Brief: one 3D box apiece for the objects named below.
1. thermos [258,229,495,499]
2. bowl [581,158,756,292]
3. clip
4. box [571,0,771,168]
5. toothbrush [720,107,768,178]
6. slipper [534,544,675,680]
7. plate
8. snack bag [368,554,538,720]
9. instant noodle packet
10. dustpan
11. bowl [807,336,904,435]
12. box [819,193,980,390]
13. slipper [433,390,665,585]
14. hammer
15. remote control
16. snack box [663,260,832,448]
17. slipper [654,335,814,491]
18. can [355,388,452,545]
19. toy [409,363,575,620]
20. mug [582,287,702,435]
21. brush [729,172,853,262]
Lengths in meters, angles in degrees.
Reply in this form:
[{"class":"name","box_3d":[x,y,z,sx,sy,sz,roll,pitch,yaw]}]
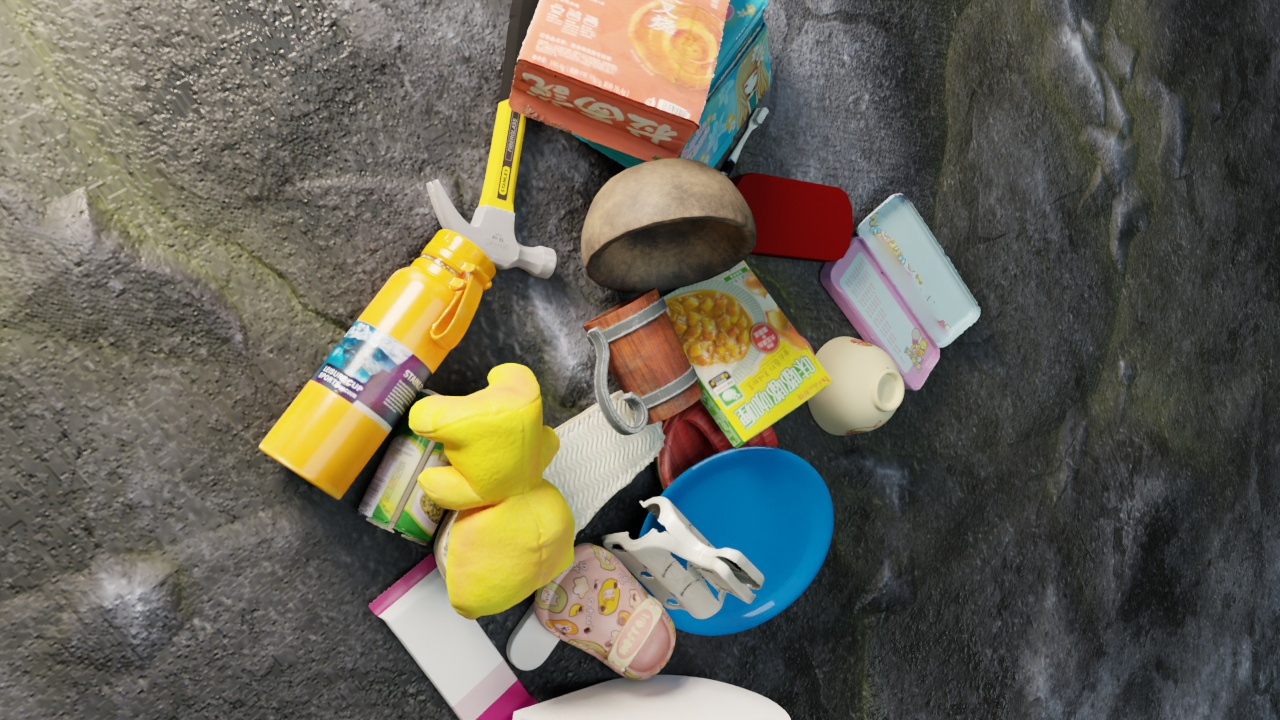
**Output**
[{"class":"thermos","box_3d":[-0.202,0.002,0.753,0.091,0.076,0.232,29,72,15]},{"class":"bowl","box_3d":[0.023,-0.127,0.855,0.162,0.163,0.070,2,69,-33]},{"class":"clip","box_3d":[0.054,0.186,0.886,0.126,0.152,0.105,47,44,-28]},{"class":"box","box_3d":[0.052,-0.265,0.907,0.168,0.087,0.226,44,70,-27]},{"class":"toothbrush","box_3d":[0.088,-0.195,0.969,0.012,0.017,0.186,35,75,-18]},{"class":"slipper","box_3d":[-0.015,0.251,0.880,0.197,0.082,0.093,47,69,-37]},{"class":"plate","box_3d":[0.098,0.188,0.968,0.224,0.024,0.225,-7,112,-17]},{"class":"snack bag","box_3d":[-0.166,0.271,0.835,0.070,0.016,0.196,-40,113,-26]},{"class":"instant noodle packet","box_3d":[-0.007,-0.308,0.821,0.164,0.084,0.220,18,72,-9]},{"class":"dustpan","box_3d":[0.034,0.356,0.854,0.257,0.192,0.053,12,86,-57]},{"class":"bowl","box_3d":[0.260,0.032,1.059,0.117,0.074,0.118,-2,94,-33]},{"class":"box","box_3d":[0.317,-0.080,1.109,0.151,0.041,0.214,-46,116,-8]},{"class":"slipper","box_3d":[-0.081,0.118,0.860,0.271,0.054,0.114,-39,111,-34]},{"class":"hammer","box_3d":[-0.113,-0.245,0.832,0.127,0.029,0.323,11,86,-32]},{"class":"remote control","box_3d":[-0.080,0.237,0.890,0.043,0.013,0.136,46,69,-26]},{"class":"snack box","box_3d":[0.099,-0.013,0.938,0.131,0.027,0.168,-30,80,-28]},{"class":"slipper","box_3d":[0.113,0.054,0.977,0.248,0.059,0.103,-40,113,-26]},{"class":"can","box_3d":[-0.184,0.089,0.782,0.067,0.067,0.120,31,77,-30]},{"class":"toy","box_3d":[-0.105,0.105,0.749,0.134,0.088,0.194,-19,108,-42]},{"class":"mug","box_3d":[-0.005,0.005,0.867,0.117,0.082,0.111,-35,100,-44]},{"class":"brush","box_3d":[0.155,-0.153,0.999,0.173,0.042,0.082,2,92,-33]}]
